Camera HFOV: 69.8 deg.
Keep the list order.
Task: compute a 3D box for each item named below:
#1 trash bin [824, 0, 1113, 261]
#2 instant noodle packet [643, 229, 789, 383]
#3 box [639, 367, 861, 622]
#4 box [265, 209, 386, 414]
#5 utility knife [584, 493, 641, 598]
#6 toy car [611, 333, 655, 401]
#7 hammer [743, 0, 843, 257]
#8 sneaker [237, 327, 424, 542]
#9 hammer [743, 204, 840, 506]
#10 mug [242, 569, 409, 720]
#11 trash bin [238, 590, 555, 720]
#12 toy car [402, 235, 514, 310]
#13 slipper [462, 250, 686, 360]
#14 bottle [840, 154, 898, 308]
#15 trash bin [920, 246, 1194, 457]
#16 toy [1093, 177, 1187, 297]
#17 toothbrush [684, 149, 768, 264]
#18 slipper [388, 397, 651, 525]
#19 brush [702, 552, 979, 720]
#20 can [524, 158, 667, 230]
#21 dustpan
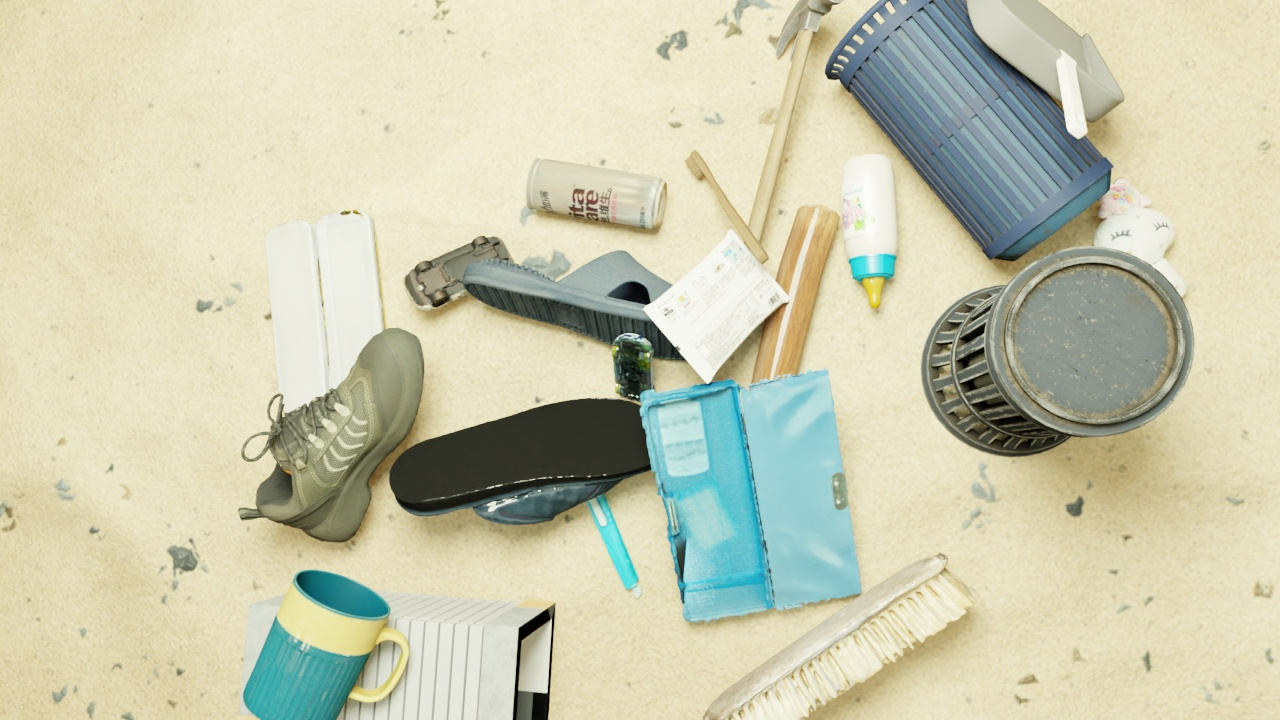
[{"bbox_3d":[0.302,-0.218,0.839,0.139,0.139,0.249,-38,82,3],"label":"trash bin"},{"bbox_3d":[0.073,-0.052,0.837,0.087,0.026,0.134,49,60,-5],"label":"instant noodle packet"},{"bbox_3d":[0.104,0.127,0.842,0.174,0.033,0.232,-9,106,6],"label":"box"},{"bbox_3d":[-0.332,-0.050,0.969,0.129,0.034,0.209,-9,84,10],"label":"box"},{"bbox_3d":[-0.027,0.181,0.906,0.022,0.015,0.116,-25,83,18],"label":"utility knife"},{"bbox_3d":[-0.005,0.005,0.890,0.039,0.090,0.027,13,49,14],"label":"toy car"},{"bbox_3d":[0.132,-0.195,0.887,0.030,0.119,0.331,11,96,-10],"label":"hammer"},{"bbox_3d":[-0.310,0.062,0.871,0.101,0.142,0.238,43,110,47],"label":"sneaker"},{"bbox_3d":[0.143,-0.006,0.889,0.158,0.037,0.300,14,87,9],"label":"hammer"},{"bbox_3d":[-0.252,0.244,0.756,0.113,0.083,0.107,25,88,-18],"label":"mug"},{"bbox_3d":[-0.220,0.298,0.855,0.247,0.142,0.142,2,84,8],"label":"trash bin"},{"bbox_3d":[-0.186,-0.089,0.939,0.112,0.041,0.048,-26,81,-15],"label":"toy car"},{"bbox_3d":[-0.039,-0.070,0.889,0.263,0.101,0.082,15,74,4],"label":"slipper"},{"bbox_3d":[0.221,-0.122,0.883,0.051,0.051,0.146,-2,84,8],"label":"bottle"},{"bbox_3d":[0.338,-0.003,0.764,0.164,0.227,0.164,-1,84,8],"label":"trash bin"},{"bbox_3d":[0.460,-0.111,0.855,0.076,0.037,0.125,-11,87,3],"label":"toy"},{"bbox_3d":[0.082,-0.150,0.889,0.016,0.016,0.166,-40,52,17],"label":"toothbrush"},{"bbox_3d":[-0.103,0.111,0.897,0.265,0.084,0.108,-12,41,-6],"label":"slipper"},{"bbox_3d":[0.177,0.267,0.833,0.271,0.083,0.056,-35,80,3],"label":"brush"},{"bbox_3d":[-0.044,-0.167,0.923,0.136,0.054,0.054,10,86,8],"label":"can"},{"bbox_3d":[0.349,-0.263,0.783,0.163,0.033,0.256,29,49,-17],"label":"dustpan"}]
